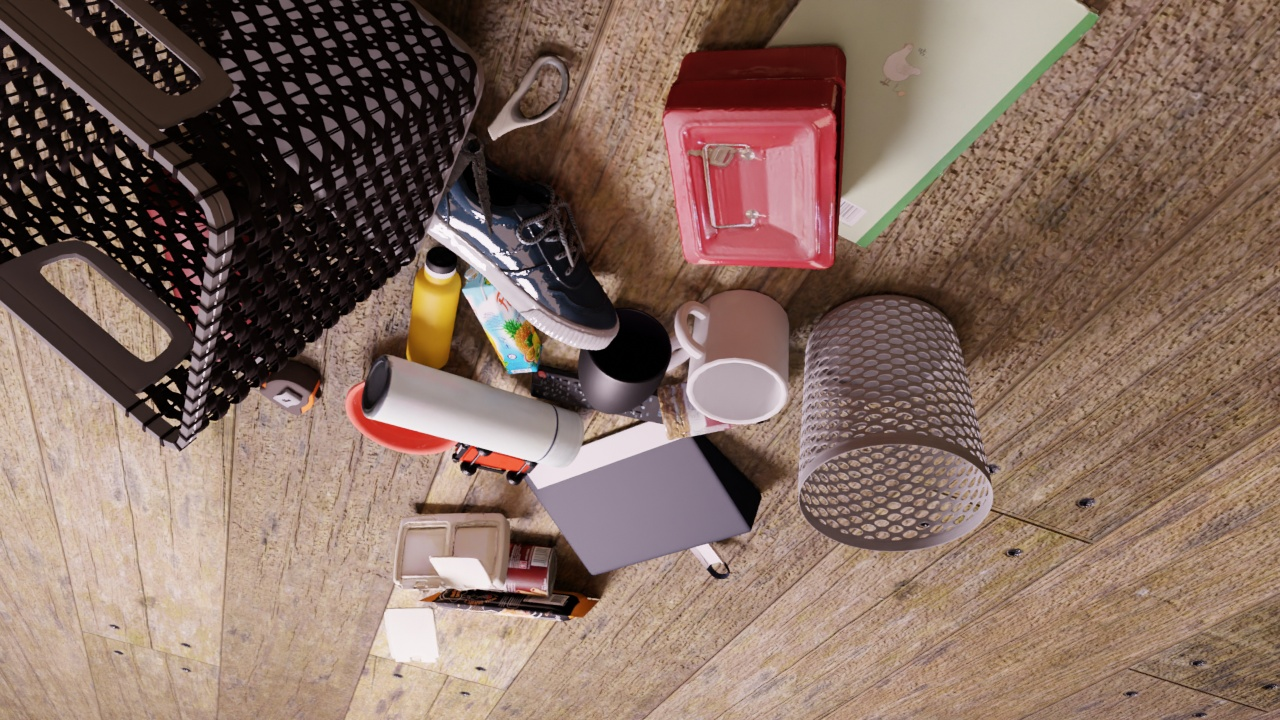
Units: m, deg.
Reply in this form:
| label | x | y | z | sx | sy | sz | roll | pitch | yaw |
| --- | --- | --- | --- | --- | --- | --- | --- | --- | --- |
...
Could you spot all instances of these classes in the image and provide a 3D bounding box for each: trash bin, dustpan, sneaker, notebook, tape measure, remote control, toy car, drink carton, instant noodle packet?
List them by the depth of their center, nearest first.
| label | x | y | z | sx | sy | sz | roll | pitch | yaw |
| --- | --- | --- | --- | --- | --- | --- | --- | --- | --- |
| notebook | 0.176 | -0.201 | 0.687 | 0.182 | 0.010 | 0.253 | 24 | 136 | -16 |
| sneaker | -0.094 | -0.104 | 0.791 | 0.235 | 0.089 | 0.088 | 39 | 126 | -23 |
| trash bin | 0.222 | 0.051 | 0.825 | 0.156 | 0.182 | 0.157 | 5 | 138 | 4 |
| drink carton | -0.133 | -0.041 | 0.894 | 0.039 | 0.044 | 0.129 | -5 | 138 | 15 |
| remote control | -0.041 | 0.033 | 0.977 | 0.150 | 0.022 | 0.047 | 12 | 138 | -1 |
| tape measure | -0.388 | 0.033 | 1.025 | 0.059 | 0.038 | 0.058 | -25 | 128 | 32 |
| toy car | -0.165 | 0.105 | 1.054 | 0.100 | 0.048 | 0.051 | 17 | 133 | -30 |
| dustpan | 0.027 | 0.186 | 1.118 | 0.237 | 0.079 | 0.273 | -23 | 109 | 31 |
| instant noodle packet | -0.176 | 0.333 | 1.273 | 0.221 | 0.032 | 0.160 | 4 | 174 | 6 |

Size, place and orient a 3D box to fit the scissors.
| label | x | y | z | sx | sy | sz | roll | pitch | yaw |
| --- | --- | --- | --- | --- | --- | --- | --- | --- | --- |
| scissors | -0.124 | -0.185 | 0.712 | 0.157 | 0.012 | 0.171 | -26 | 106 | 7 |

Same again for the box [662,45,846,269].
| label | x | y | z | sx | sy | sz | roll | pitch | yaw |
| --- | --- | --- | --- | --- | --- | --- | --- | --- | --- |
| box | 0.089 | -0.149 | 0.694 | 0.129 | 0.087 | 0.158 | 1 | 141 | 10 |

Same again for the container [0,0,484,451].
| label | x | y | z | sx | sy | sz | roll | pitch | yaw |
| --- | --- | --- | --- | --- | --- | --- | --- | --- | --- |
| container | -0.286 | -0.142 | 0.611 | 0.247 | 0.242 | 0.246 | 40 | 135 | 3 |

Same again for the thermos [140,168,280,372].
| label | x | y | z | sx | sy | sz | roll | pitch | yaw |
| --- | --- | --- | --- | --- | --- | --- | --- | --- | --- |
| thermos | -0.409 | -0.077 | 0.861 | 0.084 | 0.107 | 0.199 | 37 | 143 | 26 |

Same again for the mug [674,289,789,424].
| label | x | y | z | sx | sy | sz | roll | pitch | yaw |
| --- | --- | --- | --- | --- | --- | --- | --- | --- | --- |
| mug | 0.081 | -0.011 | 0.853 | 0.121 | 0.089 | 0.091 | 33 | 133 | -24 |

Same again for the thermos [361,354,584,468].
| label | x | y | z | sx | sy | sz | roll | pitch | yaw |
| --- | --- | --- | --- | --- | --- | --- | --- | --- | --- |
| thermos | -0.168 | 0.056 | 0.949 | 0.229 | 0.067 | 0.068 | 19 | 140 | -34 |

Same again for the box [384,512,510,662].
| label | x | y | z | sx | sy | sz | roll | pitch | yaw |
| --- | --- | --- | --- | --- | --- | --- | --- | --- | --- |
| box | -0.247 | 0.267 | 1.129 | 0.143 | 0.187 | 0.105 | -4 | 152 | 6 |

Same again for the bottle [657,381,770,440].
| label | x | y | z | sx | sy | sz | roll | pitch | yaw |
| --- | --- | --- | --- | --- | --- | --- | --- | --- | --- |
| bottle | 0.074 | 0.044 | 0.925 | 0.105 | 0.056 | 0.056 | -11 | 136 | 3 |

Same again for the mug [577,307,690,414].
| label | x | y | z | sx | sy | sz | roll | pitch | yaw |
| --- | --- | --- | --- | --- | --- | --- | --- | --- | --- |
| mug | -0.005 | 0.005 | 0.905 | 0.118 | 0.084 | 0.100 | -13 | 156 | -20 |

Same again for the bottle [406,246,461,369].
| label | x | y | z | sx | sy | sz | roll | pitch | yaw |
| --- | --- | --- | --- | --- | --- | --- | --- | --- | --- |
| bottle | -0.201 | -0.050 | 0.896 | 0.043 | 0.043 | 0.144 | 15 | 138 | -7 |

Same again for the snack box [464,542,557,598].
| label | x | y | z | sx | sy | sz | roll | pitch | yaw |
| --- | --- | --- | --- | --- | --- | --- | --- | --- | --- |
| snack box | -0.177 | 0.278 | 1.231 | 0.121 | 0.072 | 0.072 | 5 | 138 | 4 |

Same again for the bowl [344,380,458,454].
| label | x | y | z | sx | sy | sz | roll | pitch | yaw |
| --- | --- | --- | --- | --- | --- | --- | --- | --- | --- |
| bowl | -0.254 | 0.047 | 1.011 | 0.130 | 0.045 | 0.131 | 5 | 138 | 5 |
